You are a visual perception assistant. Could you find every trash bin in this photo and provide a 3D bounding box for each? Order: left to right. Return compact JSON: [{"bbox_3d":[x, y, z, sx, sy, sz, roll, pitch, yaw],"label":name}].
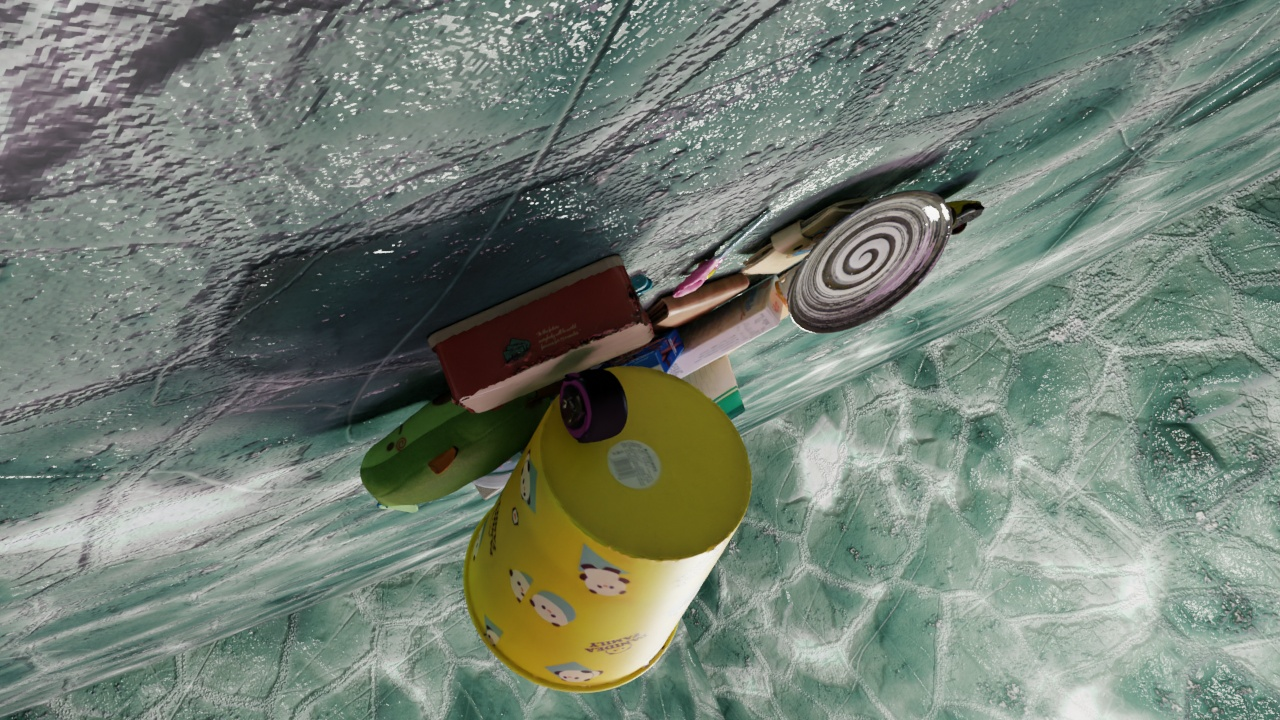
[{"bbox_3d":[-0.029,0.152,0.841,0.229,0.229,0.256,-17,153,-30],"label":"trash bin"}]

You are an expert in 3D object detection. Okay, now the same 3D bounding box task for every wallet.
[{"bbox_3d":[0.047,-0.053,0.962,0.101,0.020,0.115,-19,172,-27],"label":"wallet"},{"bbox_3d":[0.154,-0.117,0.867,0.115,0.024,0.087,-31,172,38],"label":"wallet"}]

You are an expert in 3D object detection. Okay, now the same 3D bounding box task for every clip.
[{"bbox_3d":[-0.016,-0.059,0.806,0.057,0.014,0.043,-24,170,13],"label":"clip"}]

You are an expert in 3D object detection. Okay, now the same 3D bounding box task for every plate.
[{"bbox_3d":[0.216,-0.096,0.877,0.179,0.024,0.180,-18,143,-14],"label":"plate"}]

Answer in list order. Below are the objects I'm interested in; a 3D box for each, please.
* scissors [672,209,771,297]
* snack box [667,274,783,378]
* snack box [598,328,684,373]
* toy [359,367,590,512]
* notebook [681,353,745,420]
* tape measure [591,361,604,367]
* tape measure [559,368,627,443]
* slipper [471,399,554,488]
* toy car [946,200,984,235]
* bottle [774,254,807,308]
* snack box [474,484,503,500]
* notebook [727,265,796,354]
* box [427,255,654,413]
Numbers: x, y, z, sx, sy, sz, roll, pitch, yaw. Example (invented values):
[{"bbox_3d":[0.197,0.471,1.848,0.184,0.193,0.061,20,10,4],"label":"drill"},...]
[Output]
[{"bbox_3d":[0.073,-0.095,0.814,0.057,0.017,0.134,-34,176,-42],"label":"scissors"},{"bbox_3d":[0.088,-0.033,1.025,0.157,0.027,0.084,-29,-161,29],"label":"snack box"},{"bbox_3d":[-0.006,0.006,0.944,0.085,0.026,0.157,-24,-174,13],"label":"snack box"},{"bbox_3d":[-0.162,0.065,0.869,0.247,0.090,0.227,-32,-173,3],"label":"toy"},{"bbox_3d":[0.029,0.077,1.128,0.209,0.012,0.150,-34,-154,14],"label":"notebook"},{"bbox_3d":[-0.050,-0.010,0.945,0.058,0.025,0.055,-25,170,-29],"label":"tape measure"},{"bbox_3d":[-0.039,0.036,0.715,0.039,0.057,0.058,-11,161,-33],"label":"tape measure"},{"bbox_3d":[-0.115,0.074,1.006,0.246,0.103,0.074,-14,131,29],"label":"slipper"},{"bbox_3d":[0.301,-0.139,1.012,0.156,0.041,0.071,-27,169,27],"label":"toy car"},{"bbox_3d":[0.195,-0.092,0.959,0.109,0.063,0.063,-28,169,22],"label":"bottle"},{"bbox_3d":[-0.117,0.101,1.200,0.182,0.046,0.178,-33,177,-35],"label":"snack box"},{"bbox_3d":[0.147,-0.058,1.122,0.208,0.008,0.147,-34,163,31],"label":"notebook"},{"bbox_3d":[-0.074,-0.011,0.746,0.168,0.076,0.091,-23,169,0],"label":"box"}]
